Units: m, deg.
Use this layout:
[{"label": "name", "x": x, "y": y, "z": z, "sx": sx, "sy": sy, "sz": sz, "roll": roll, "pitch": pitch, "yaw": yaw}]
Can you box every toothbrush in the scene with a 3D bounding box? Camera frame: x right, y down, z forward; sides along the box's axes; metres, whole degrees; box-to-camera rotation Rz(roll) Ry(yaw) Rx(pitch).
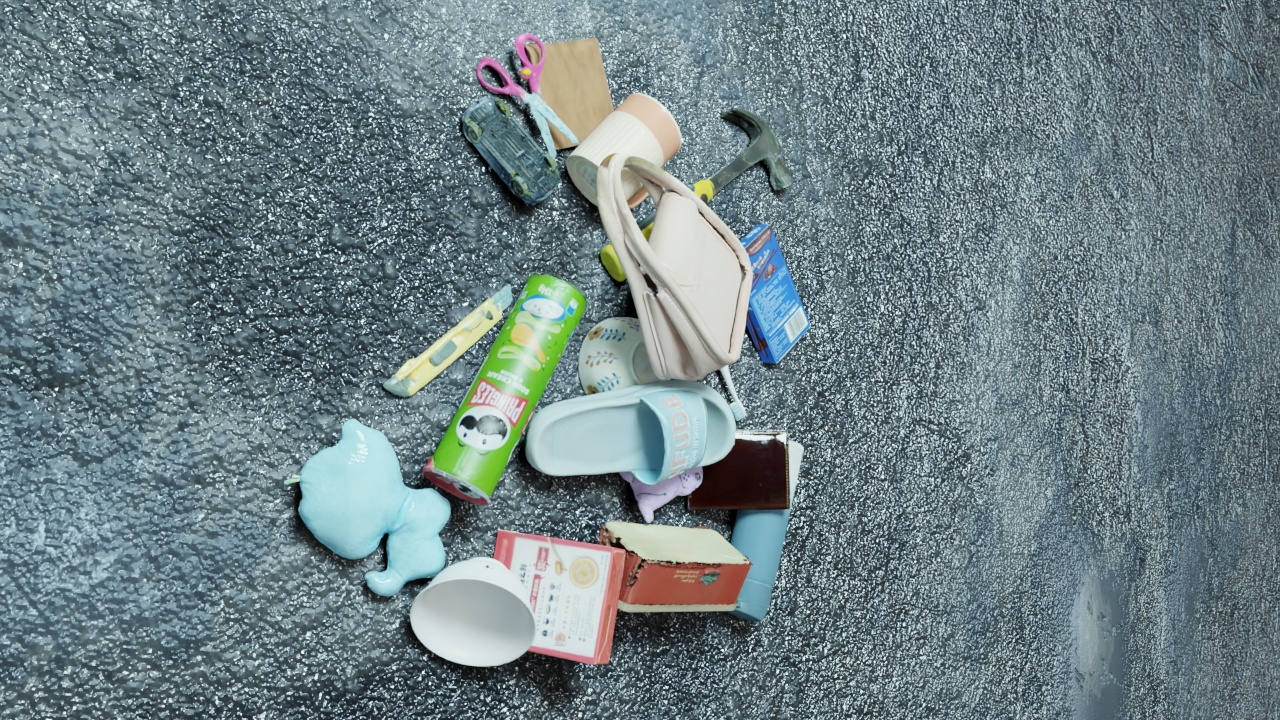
[{"label": "toothbrush", "x": 0.086, "y": -0.029, "z": 1.113, "sx": 0.026, "sy": 0.027, "sz": 0.221, "roll": -26, "pitch": 103, "yaw": -22}]

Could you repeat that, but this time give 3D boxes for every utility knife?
[{"label": "utility knife", "x": -0.186, "y": -0.020, "z": 0.918, "sx": 0.172, "sy": 0.019, "sz": 0.031, "roll": -48, "pitch": 120, "yaw": -34}]

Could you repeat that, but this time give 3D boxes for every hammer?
[{"label": "hammer", "x": 0.067, "y": -0.200, "z": 1.110, "sx": 0.322, "sy": 0.032, "sz": 0.126, "roll": -41, "pitch": 110, "yaw": -32}]

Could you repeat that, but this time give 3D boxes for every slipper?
[{"label": "slipper", "x": -0.001, "y": 0.081, "z": 0.965, "sx": 0.245, "sy": 0.074, "sz": 0.104, "roll": -3, "pitch": 114, "yaw": -27}]

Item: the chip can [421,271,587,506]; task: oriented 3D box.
[{"label": "chip can", "x": -0.131, "y": 0.024, "z": 0.916, "sx": 0.072, "sy": 0.072, "sz": 0.235, "roll": 37, "pitch": 65, "yaw": -29}]

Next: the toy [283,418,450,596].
[{"label": "toy", "x": -0.245, "y": 0.135, "z": 0.835, "sx": 0.156, "sy": 0.050, "sz": 0.161, "roll": 8, "pitch": 89, "yaw": -37}]

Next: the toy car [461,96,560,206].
[{"label": "toy car", "x": -0.136, "y": -0.217, "z": 0.956, "sx": 0.120, "sy": 0.037, "sz": 0.054, "roll": 50, "pitch": 60, "yaw": -11}]

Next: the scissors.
[{"label": "scissors", "x": -0.121, "y": -0.272, "z": 0.969, "sx": 0.096, "sy": 0.017, "sz": 0.137, "roll": -19, "pitch": 98, "yaw": -11}]

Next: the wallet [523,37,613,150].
[{"label": "wallet", "x": -0.076, "y": -0.296, "z": 1.019, "sx": 0.101, "sy": 0.020, "sz": 0.115, "roll": -21, "pitch": 102, "yaw": -37}]

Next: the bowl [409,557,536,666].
[{"label": "bowl", "x": -0.154, "y": 0.228, "z": 0.877, "sx": 0.118, "sy": 0.118, "sz": 0.064, "roll": 48, "pitch": 23, "yaw": -24}]

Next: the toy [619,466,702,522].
[{"label": "toy", "x": 0.025, "y": 0.130, "z": 1.045, "sx": 0.107, "sy": 0.039, "sz": 0.084, "roll": -21, "pitch": 72, "yaw": -37}]

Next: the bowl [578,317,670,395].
[{"label": "bowl", "x": -0.006, "y": 0.006, "z": 1.019, "sx": 0.113, "sy": 0.062, "sz": 0.113, "roll": 2, "pitch": 86, "yaw": -37}]

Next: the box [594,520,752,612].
[{"label": "box", "x": 0.035, "y": 0.218, "z": 1.004, "sx": 0.168, "sy": 0.091, "sz": 0.079, "roll": 11, "pitch": 104, "yaw": -36}]

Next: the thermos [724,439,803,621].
[{"label": "thermos", "x": 0.146, "y": 0.203, "z": 1.116, "sx": 0.070, "sy": 0.070, "sz": 0.220, "roll": 24, "pitch": 73, "yaw": -33}]

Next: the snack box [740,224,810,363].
[{"label": "snack box", "x": 0.159, "y": -0.083, "z": 1.158, "sx": 0.084, "sy": 0.026, "sz": 0.157, "roll": -44, "pitch": 121, "yaw": -31}]

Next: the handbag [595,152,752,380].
[{"label": "handbag", "x": 0.026, "y": -0.113, "z": 0.952, "sx": 0.234, "sy": 0.094, "sz": 0.192, "roll": 55, "pitch": 31, "yaw": -34}]

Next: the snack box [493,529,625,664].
[{"label": "snack box", "x": -0.088, "y": 0.236, "z": 0.922, "sx": 0.044, "sy": 0.127, "sz": 0.113, "roll": 39, "pitch": 59, "yaw": -68}]

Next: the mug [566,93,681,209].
[{"label": "mug", "x": -0.016, "y": -0.219, "z": 1.021, "sx": 0.105, "sy": 0.082, "sz": 0.115, "roll": -48, "pitch": 149, "yaw": -20}]

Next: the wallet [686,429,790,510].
[{"label": "wallet", "x": 0.116, "y": 0.129, "z": 1.087, "sx": 0.122, "sy": 0.020, "sz": 0.096, "roll": 0, "pitch": 80, "yaw": 0}]
